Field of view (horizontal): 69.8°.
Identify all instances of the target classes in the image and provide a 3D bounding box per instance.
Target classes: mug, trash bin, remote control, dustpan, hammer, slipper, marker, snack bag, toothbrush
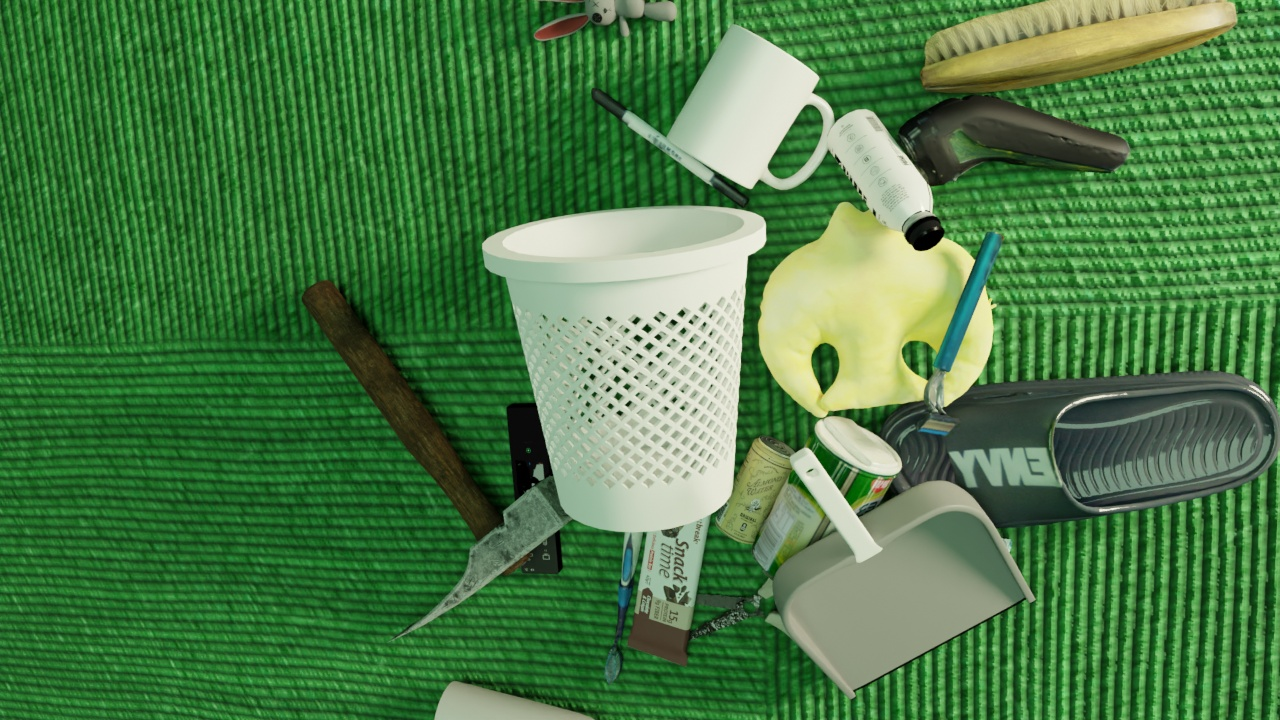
[{"bbox_3d":[0.089,-0.174,0.668,0.110,0.073,0.091,26,107,-18],"label":"mug"},{"bbox_3d":[-0.004,0.004,0.668,0.196,0.195,0.200,0,109,14],"label":"trash bin"},{"bbox_3d":[-0.091,0.111,0.788,0.034,0.013,0.150,-2,99,15],"label":"remote control"},{"bbox_3d":[0.167,0.142,0.646,0.163,0.033,0.257,-32,119,10],"label":"dustpan"},{"bbox_3d":[-0.221,0.078,0.800,0.218,0.037,0.300,-39,85,22],"label":"hammer"},{"bbox_3d":[0.306,0.071,0.644,0.268,0.083,0.111,-8,99,16],"label":"slipper"},{"bbox_3d":[0.022,-0.166,0.712,0.152,0.011,0.011,37,106,5],"label":"marker"},{"bbox_3d":[0.025,0.176,0.766,0.057,0.013,0.158,14,103,20],"label":"snack bag"},{"bbox_3d":[-0.013,0.190,0.779,0.016,0.017,0.189,11,103,13],"label":"toothbrush"}]

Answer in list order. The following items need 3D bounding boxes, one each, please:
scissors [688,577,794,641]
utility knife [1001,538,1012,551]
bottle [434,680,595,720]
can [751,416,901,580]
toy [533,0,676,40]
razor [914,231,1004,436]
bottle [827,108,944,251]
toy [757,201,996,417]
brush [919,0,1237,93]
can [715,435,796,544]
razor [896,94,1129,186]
[{"bbox_3d":[0.109,0.197,0.752,0.157,0.012,0.166,30,104,15],"label":"scissors"},{"bbox_3d":[0.195,0.130,0.716,0.179,0.015,0.022,12,102,11],"label":"utility knife"},{"bbox_3d":[-0.080,0.331,0.803,0.195,0.052,0.052,10,102,12],"label":"bottle"},{"bbox_3d":[0.137,0.108,0.682,0.067,0.067,0.121,27,114,8],"label":"can"},{"bbox_3d":[-0.029,-0.269,0.696,0.112,0.030,0.049,0,128,12],"label":"toy"},{"bbox_3d":[0.219,-0.019,0.631,0.022,0.042,0.144,22,98,48],"label":"razor"},{"bbox_3d":[0.172,-0.123,0.636,0.041,0.041,0.116,-35,56,17],"label":"bottle"},{"bbox_3d":[0.170,-0.039,0.666,0.170,0.064,0.155,-5,89,7],"label":"toy"},{"bbox_3d":[0.287,-0.215,0.611,0.195,0.059,0.043,-8,89,14],"label":"brush"},{"bbox_3d":[0.092,0.102,0.726,0.038,0.038,0.079,27,105,8],"label":"can"},{"bbox_3d":[0.256,-0.147,0.639,0.151,0.053,0.067,11,110,6],"label":"razor"}]
